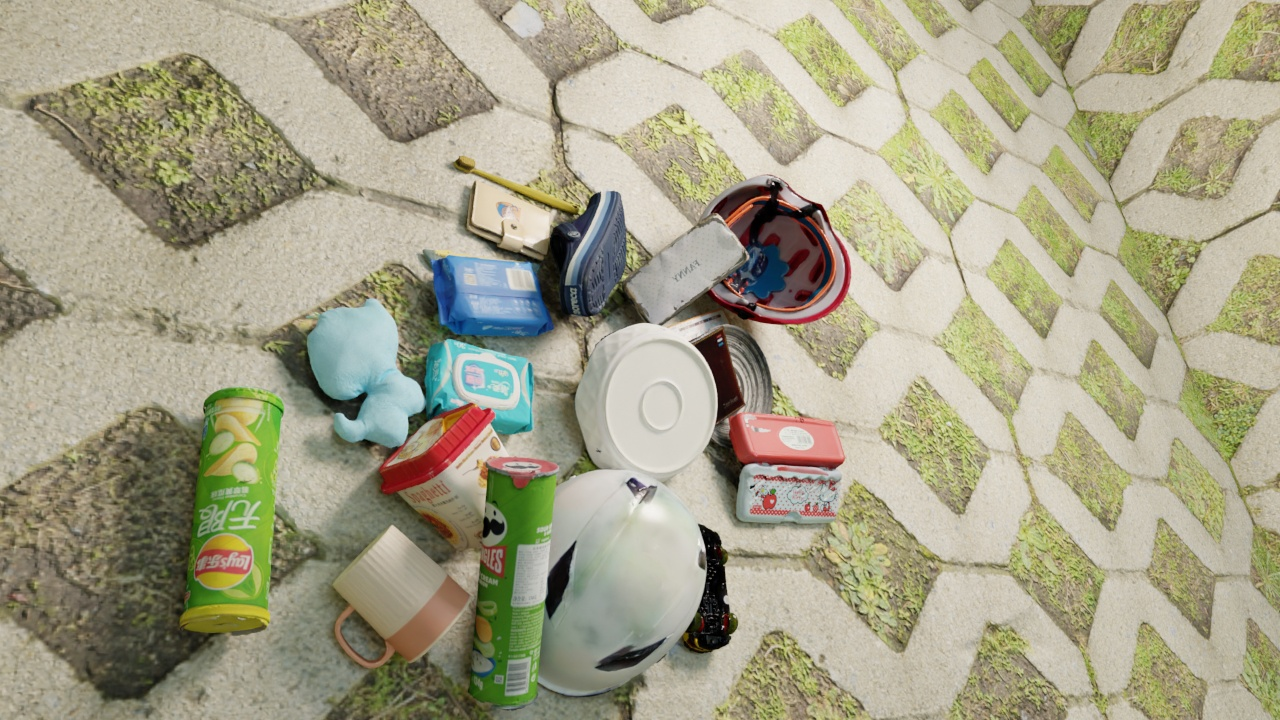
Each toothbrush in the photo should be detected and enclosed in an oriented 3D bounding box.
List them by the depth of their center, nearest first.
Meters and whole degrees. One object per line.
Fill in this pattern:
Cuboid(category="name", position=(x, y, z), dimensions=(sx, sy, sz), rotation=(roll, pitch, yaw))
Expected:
Cuboid(category="toothbrush", position=(-0.165, -0.239, 1.255), dimensions=(0.190, 0.017, 0.015), rotation=(18, 56, -31))

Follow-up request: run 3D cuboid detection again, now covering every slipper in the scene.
Cuboid(category="slipper", position=(-0.076, -0.138, 1.222), dimensions=(0.095, 0.105, 0.252), rotation=(4, 36, 8))

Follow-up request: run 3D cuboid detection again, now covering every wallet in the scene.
Cuboid(category="wallet", position=(-0.172, -0.183, 1.212), dimensions=(0.115, 0.024, 0.087), rotation=(22, 54, -31))
Cuboid(category="wallet", position=(0.098, 0.024, 1.257), dimensions=(0.096, 0.020, 0.122), rotation=(-26, 103, -41))

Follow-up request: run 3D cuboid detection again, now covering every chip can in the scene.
Cuboid(category="chip can", position=(-0.366, 0.131, 0.831), dimensions=(0.072, 0.073, 0.221), rotation=(13, 58, -34))
Cuboid(category="chip can", position=(-0.125, 0.217, 0.903), dimensions=(0.072, 0.072, 0.236), rotation=(1, 96, -39))

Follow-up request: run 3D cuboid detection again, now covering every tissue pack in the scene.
Cuboid(category="tissue pack", position=(-0.183, 0.032, 1.057), dimensions=(0.133, 0.050, 0.093), rotation=(14, 56, -34))
Cuboid(category="tissue pack", position=(-0.183, -0.076, 1.119), dimensions=(0.156, 0.052, 0.095), rotation=(1, 63, -39))

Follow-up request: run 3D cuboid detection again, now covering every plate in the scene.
Cuboid(category="plate", position=(0.016, 0.056, 1.154), dimensions=(0.204, 0.046, 0.205), rotation=(-1, 91, -34))
Cuboid(category="plate", position=(0.125, 0.037, 1.308), dimensions=(0.179, 0.024, 0.179), rotation=(7, 79, -41))

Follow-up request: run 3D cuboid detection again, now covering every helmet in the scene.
Cuboid(category="helmet", position=(-0.021, 0.230, 1.006), dimensions=(0.229, 0.146, 0.257), rotation=(47, 45, -7))
Cuboid(category="helmet", position=(0.187, -0.149, 1.387), dimensions=(0.240, 0.144, 0.206), rotation=(38, 79, -3))

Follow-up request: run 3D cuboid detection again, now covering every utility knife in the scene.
Cuboid(category="utility knife", position=(-0.198, -0.121, 1.164), dimensions=(0.166, 0.018, 0.031), rotation=(4, 69, -43))

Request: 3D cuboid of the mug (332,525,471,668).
Cuboid(category="mug", position=(-0.240, 0.233, 0.879), dimensions=(0.106, 0.082, 0.114), rotation=(46, 75, -6))

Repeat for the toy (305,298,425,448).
Cuboid(category="toy", position=(-0.296, 0.008, 0.977), dimensions=(0.156, 0.050, 0.161), rotation=(36, 51, -16))

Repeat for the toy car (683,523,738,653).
Cuboid(category="toy car", position=(0.078, 0.280, 1.133), dimensions=(0.071, 0.041, 0.155), rotation=(15, 58, -33))

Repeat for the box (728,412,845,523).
Cuboid(category="box", position=(0.212, 0.153, 1.304), dimensions=(0.200, 0.059, 0.161), rotation=(7, 72, -36))

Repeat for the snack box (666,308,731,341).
Cuboid(category="snack box", position=(0.083, -0.023, 1.328), dimensions=(0.153, 0.026, 0.075), rotation=(-21, 80, -44))

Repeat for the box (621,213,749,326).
Cuboid(category="box", position=(0.056, -0.119, 1.272), dimensions=(0.090, 0.184, 0.062), rotation=(55, 4, -1))

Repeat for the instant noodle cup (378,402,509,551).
Cuboid(category="instant noodle cup", position=(-0.187, 0.126, 0.963), dimensions=(0.124, 0.117, 0.116), rotation=(56, 43, -17))
